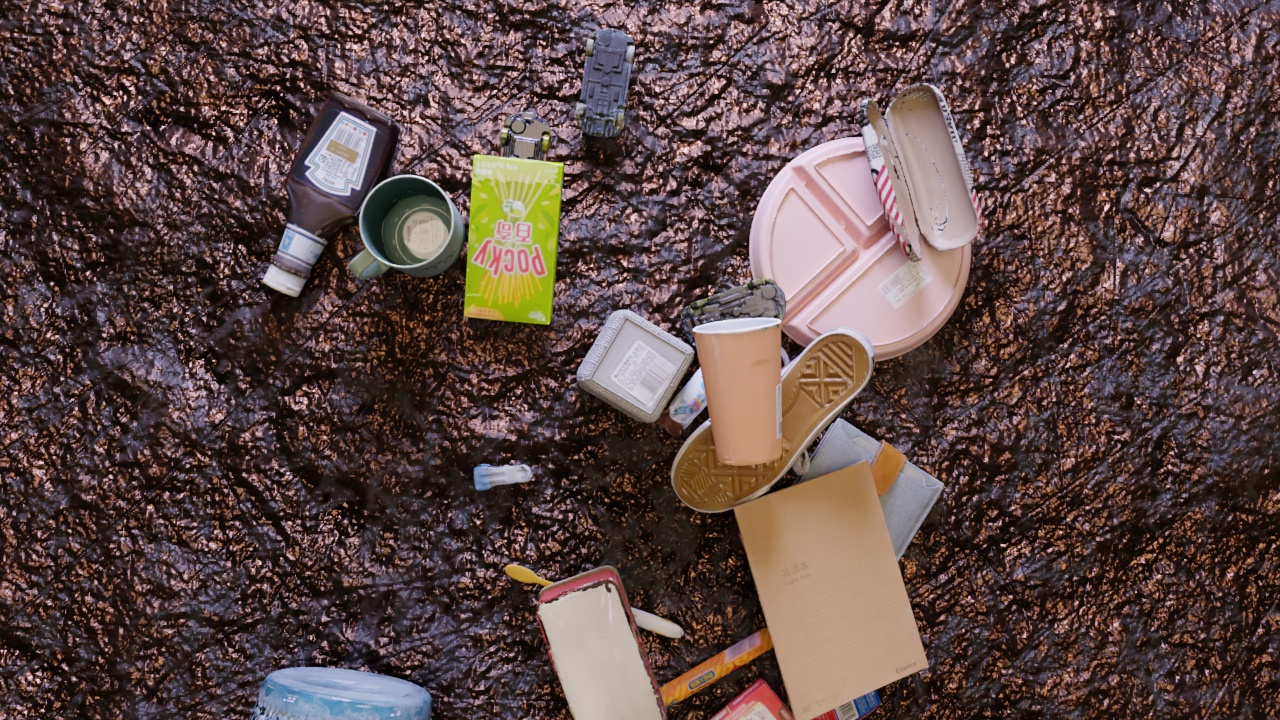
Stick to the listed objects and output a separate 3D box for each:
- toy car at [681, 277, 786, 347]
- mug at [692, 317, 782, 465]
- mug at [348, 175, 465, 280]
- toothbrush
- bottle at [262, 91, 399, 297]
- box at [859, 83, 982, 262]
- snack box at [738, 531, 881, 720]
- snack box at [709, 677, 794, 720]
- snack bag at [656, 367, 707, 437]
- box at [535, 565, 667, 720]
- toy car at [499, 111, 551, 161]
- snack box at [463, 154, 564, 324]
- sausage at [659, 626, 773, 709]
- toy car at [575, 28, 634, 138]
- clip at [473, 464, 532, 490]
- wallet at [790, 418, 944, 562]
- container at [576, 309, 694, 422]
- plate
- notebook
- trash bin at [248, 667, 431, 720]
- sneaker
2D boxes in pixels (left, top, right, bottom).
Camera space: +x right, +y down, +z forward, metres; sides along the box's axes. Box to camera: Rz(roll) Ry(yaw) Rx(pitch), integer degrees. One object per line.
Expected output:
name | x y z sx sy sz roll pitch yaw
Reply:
toy car | 0.093 -0.047 0.908 0.105 0.032 0.048 -20 92 10
mug | 0.092 0.027 0.818 0.078 0.078 0.123 -8 99 -4
mug | -0.219 -0.113 0.855 0.111 0.106 0.082 -39 93 -3
toothbrush | -0.045 0.239 0.915 0.191 0.018 0.016 22 91 -6
bottle | -0.304 -0.155 0.882 0.080 0.044 0.195 26 90 -3
box | 0.267 -0.181 0.872 0.087 0.075 0.162 -20 88 24
snack box | 0.165 0.251 0.898 0.057 0.058 0.207 -22 92 -25
snack box | 0.088 0.396 0.918 0.153 0.025 0.075 -40 91 -3
snack bag | 0.059 0.031 0.910 0.105 0.045 0.026 -47 50 -2
box | -0.037 0.290 0.864 0.091 0.078 0.168 -19 90 -2
toy car | -0.115 -0.188 0.897 0.049 0.031 0.106 7 101 -5
snack box | -0.122 -0.115 0.883 0.086 0.026 0.156 6 105 -3
sausage | 0.070 0.310 0.918 0.165 0.021 0.021 -29 92 -2
toy car | -0.034 -0.272 0.903 0.049 0.031 0.105 9 91 -4
clip | -0.135 0.113 0.907 0.058 0.036 0.025 -6 89 1
wallet | 0.226 0.131 0.919 0.129 0.037 0.106 33 89 -3
container | -0.005 0.005 0.865 0.090 0.114 0.090 30 88 -3
plate | 0.225 -0.112 0.922 0.229 0.028 0.229 0 90 -4
notebook | 0.182 0.217 0.871 0.149 0.012 0.211 -16 90 -19
trash bin | -0.277 0.385 0.817 0.226 0.227 0.195 10 77 -4
sneaker | 0.132 0.057 0.890 0.241 0.087 0.118 -45 80 19
